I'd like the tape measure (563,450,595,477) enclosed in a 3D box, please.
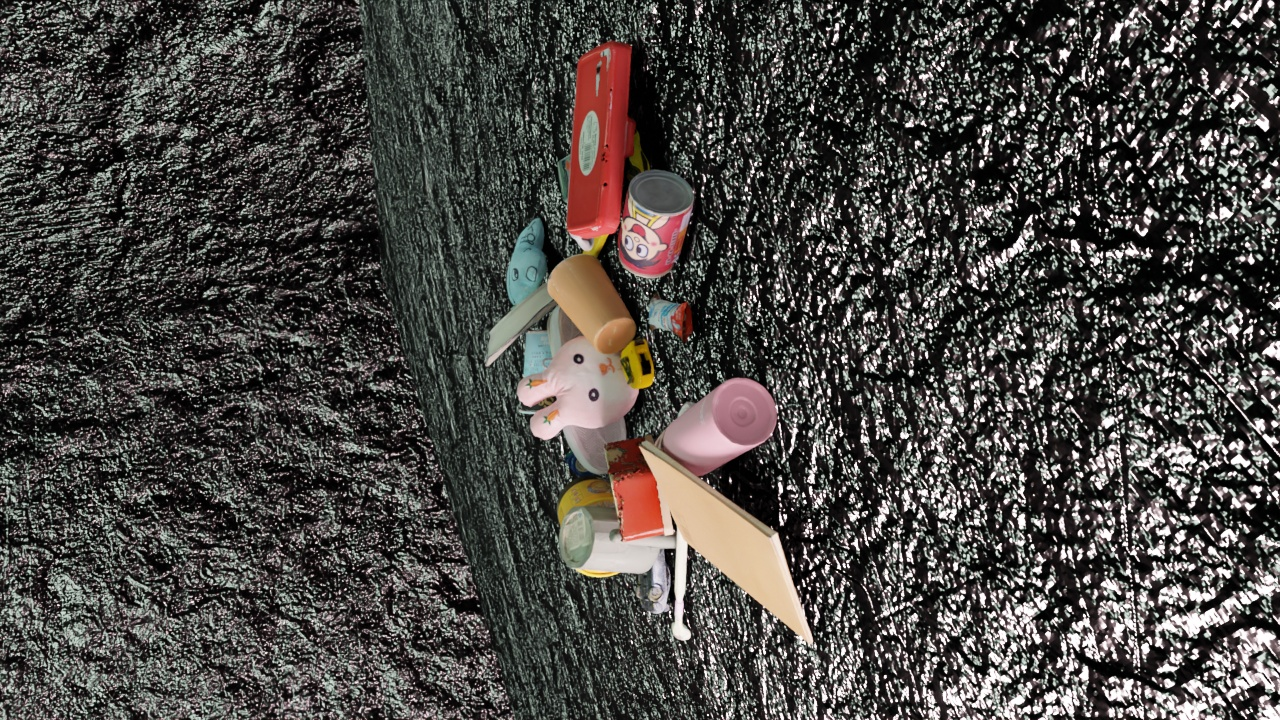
[{"bbox_3d":[-0.082,0.148,1.369,0.058,0.054,0.025,52,175,-36],"label":"tape measure"}]

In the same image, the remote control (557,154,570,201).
[{"bbox_3d":[-0.078,-0.241,1.181,0.135,0.019,0.056,-174,73,-69],"label":"remote control"}]

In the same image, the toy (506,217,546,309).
[{"bbox_3d":[-0.176,-0.146,1.406,0.162,0.049,0.156,-10,65,65],"label":"toy"}]

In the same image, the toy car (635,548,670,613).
[{"bbox_3d":[0.016,0.271,1.209,0.054,0.036,0.120,154,113,-67],"label":"toy car"}]

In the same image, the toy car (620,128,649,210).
[{"bbox_3d":[-0.010,-0.212,1.002,0.048,0.032,0.105,125,142,-56],"label":"toy car"}]

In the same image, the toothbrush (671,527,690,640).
[{"bbox_3d":[0.051,0.270,1.141,0.029,0.020,0.190,18,122,32],"label":"toothbrush"}]

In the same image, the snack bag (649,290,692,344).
[{"bbox_3d":[0.031,-0.047,0.996,0.104,0.026,0.048,-150,62,-63],"label":"snack bag"}]

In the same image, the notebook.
[{"bbox_3d":[0.082,0.176,0.909,0.211,0.012,0.149,31,149,52],"label":"notebook"}]

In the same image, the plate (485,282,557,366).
[{"bbox_3d":[-0.166,-0.064,1.323,0.034,0.163,0.165,48,159,-5],"label":"plate"}]

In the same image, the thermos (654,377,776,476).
[{"bbox_3d":[0.068,0.066,0.920,0.199,0.067,0.087,132,151,-67],"label":"thermos"}]

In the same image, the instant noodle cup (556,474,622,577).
[{"bbox_3d":[-0.062,0.224,1.284,0.114,0.118,0.118,-137,39,-68],"label":"instant noodle cup"}]

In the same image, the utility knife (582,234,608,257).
[{"bbox_3d":[-0.057,-0.154,1.183,0.154,0.015,0.033,129,132,-66],"label":"utility knife"}]

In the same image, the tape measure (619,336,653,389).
[{"bbox_3d":[-0.007,0.007,1.123,0.060,0.028,0.057,137,118,-67],"label":"tape measure"}]

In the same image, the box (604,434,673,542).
[{"bbox_3d":[-0.012,0.148,1.086,0.168,0.077,0.091,-119,20,-81],"label":"box"}]

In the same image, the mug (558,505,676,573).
[{"bbox_3d":[-0.027,0.223,1.149,0.124,0.103,0.083,-16,68,50],"label":"mug"}]

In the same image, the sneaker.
[{"bbox_3d":[-0.087,0.039,1.264,0.091,0.089,0.242,-20,80,62],"label":"sneaker"}]

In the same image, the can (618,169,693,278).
[{"bbox_3d":[0.013,-0.137,0.932,0.094,0.066,0.066,104,147,-51],"label":"can"}]

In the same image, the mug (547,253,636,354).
[{"bbox_3d":[-0.057,-0.068,1.158,0.122,0.078,0.078,55,150,36],"label":"mug"}]

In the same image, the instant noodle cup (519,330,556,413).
[{"bbox_3d":[-0.125,0.014,1.350,0.111,0.111,0.120,-174,82,-69],"label":"instant noodle cup"}]

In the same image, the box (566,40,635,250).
[{"bbox_3d":[-0.051,-0.227,0.992,0.160,0.065,0.201,173,101,-74],"label":"box"}]

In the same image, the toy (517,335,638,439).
[{"bbox_3d":[-0.082,0.037,1.179,0.121,0.160,0.054,65,-167,13],"label":"toy"}]
